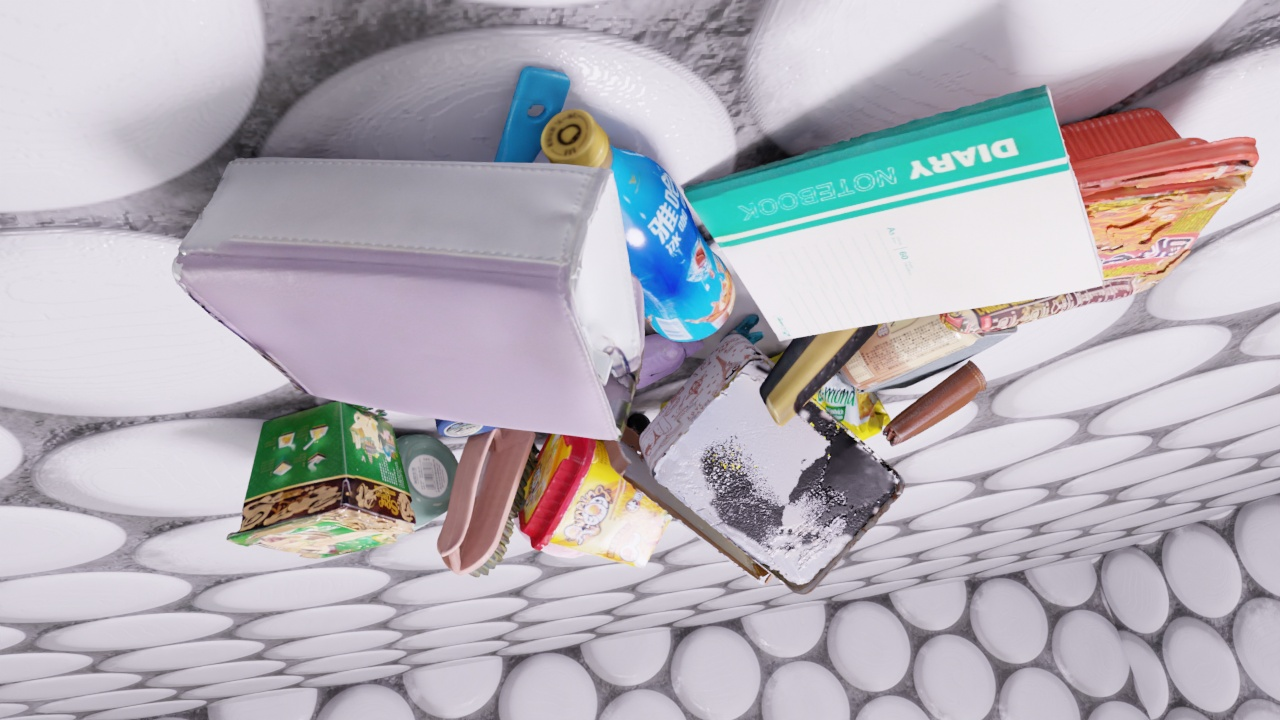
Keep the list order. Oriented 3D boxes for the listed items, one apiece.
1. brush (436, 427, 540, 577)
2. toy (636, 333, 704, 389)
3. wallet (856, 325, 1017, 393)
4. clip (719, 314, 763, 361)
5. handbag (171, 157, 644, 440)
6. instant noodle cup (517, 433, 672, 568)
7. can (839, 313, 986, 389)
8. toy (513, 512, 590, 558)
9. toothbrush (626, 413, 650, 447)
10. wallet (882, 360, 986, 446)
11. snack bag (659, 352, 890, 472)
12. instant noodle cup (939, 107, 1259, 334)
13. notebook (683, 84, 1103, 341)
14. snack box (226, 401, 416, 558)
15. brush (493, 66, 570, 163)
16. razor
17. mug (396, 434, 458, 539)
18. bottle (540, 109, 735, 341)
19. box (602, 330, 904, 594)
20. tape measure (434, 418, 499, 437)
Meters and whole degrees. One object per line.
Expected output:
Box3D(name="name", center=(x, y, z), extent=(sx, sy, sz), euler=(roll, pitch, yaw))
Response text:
Box3D(name="brush", center=(-0.144, 0.123, 0.828), extent=(0.063, 0.145, 0.073), euler=(-1, 144, 23))
Box3D(name="toy", center=(-0.004, 0.004, 0.758), extent=(0.108, 0.039, 0.083), euler=(-24, 176, 23))
Box3D(name="wallet", center=(0.270, -0.009, 0.859), extent=(0.106, 0.037, 0.130), euler=(-5, 160, -43))
Box3D(name="clip", center=(0.085, -0.018, 0.769), extent=(0.014, 0.045, 0.057), euler=(-2, 158, -27))
Box3D(name="handbag", center=(-0.104, -0.031, 0.474), extent=(0.197, 0.098, 0.145), euler=(5, 143, 12))
Box3D(name="instant noodle cup", center=(-0.040, 0.131, 0.872), extent=(0.123, 0.116, 0.116), euler=(26, -171, -16))
Box3D(name="can", center=(0.224, -0.021, 0.776), extent=(0.117, 0.058, 0.058), euler=(-27, 153, 33))
Box3D(name="toy", center=(-0.086, 0.158, 0.983), extent=(0.121, 0.159, 0.054), euler=(0, 110, -30))
Box3D(name="toothbrush", center=(-0.037, 0.107, 1.002), extent=(0.026, 0.027, 0.213), euler=(38, 148, -1))
Box3D(name="wallet", center=(0.288, 0.048, 0.910), extent=(0.101, 0.032, 0.124), euler=(-35, 164, 4))
Box3D(name="snack bag", center=(0.142, 0.067, 0.936), extent=(0.158, 0.068, 0.246), euler=(-25, 155, 29))
Box3D(name="instant noodle cup", center=(0.281, -0.094, 0.604), extent=(0.164, 0.079, 0.189), euler=(-12, 157, 3))
Box3D(name="notebook", center=(0.150, -0.076, 0.550), extent=(0.210, 0.012, 0.150), euler=(-10, 139, 32))
Box3D(name="snack box", center=(-0.264, 0.100, 0.775), extent=(0.118, 0.105, 0.118), euler=(-15, 156, 14))
Box3D(name="brush", center=(-0.096, -0.071, 0.535), extent=(0.083, 0.045, 0.255), euler=(2, 149, -27))
Box3D(name="razor", center=(0.147, -0.022, 0.656), extent=(0.167, 0.067, 0.062), euler=(-49, 150, -2))
Box3D(name="mug", center=(-0.237, 0.113, 0.864), extent=(0.111, 0.082, 0.107), euler=(40, 133, -23))
Box3D(name="bottle", center=(0.000, -0.075, 0.539), extent=(0.065, 0.065, 0.218), euler=(-17, 156, 14))
Box3D(name="box", center=(0.089, 0.078, 0.786), extent=(0.157, 0.181, 0.197), euler=(-51, -167, 5))
Box3D(name="tape measure", center=(-0.153, 0.048, 0.805), extent=(0.058, 0.025, 0.054), euler=(-16, 156, 0))
